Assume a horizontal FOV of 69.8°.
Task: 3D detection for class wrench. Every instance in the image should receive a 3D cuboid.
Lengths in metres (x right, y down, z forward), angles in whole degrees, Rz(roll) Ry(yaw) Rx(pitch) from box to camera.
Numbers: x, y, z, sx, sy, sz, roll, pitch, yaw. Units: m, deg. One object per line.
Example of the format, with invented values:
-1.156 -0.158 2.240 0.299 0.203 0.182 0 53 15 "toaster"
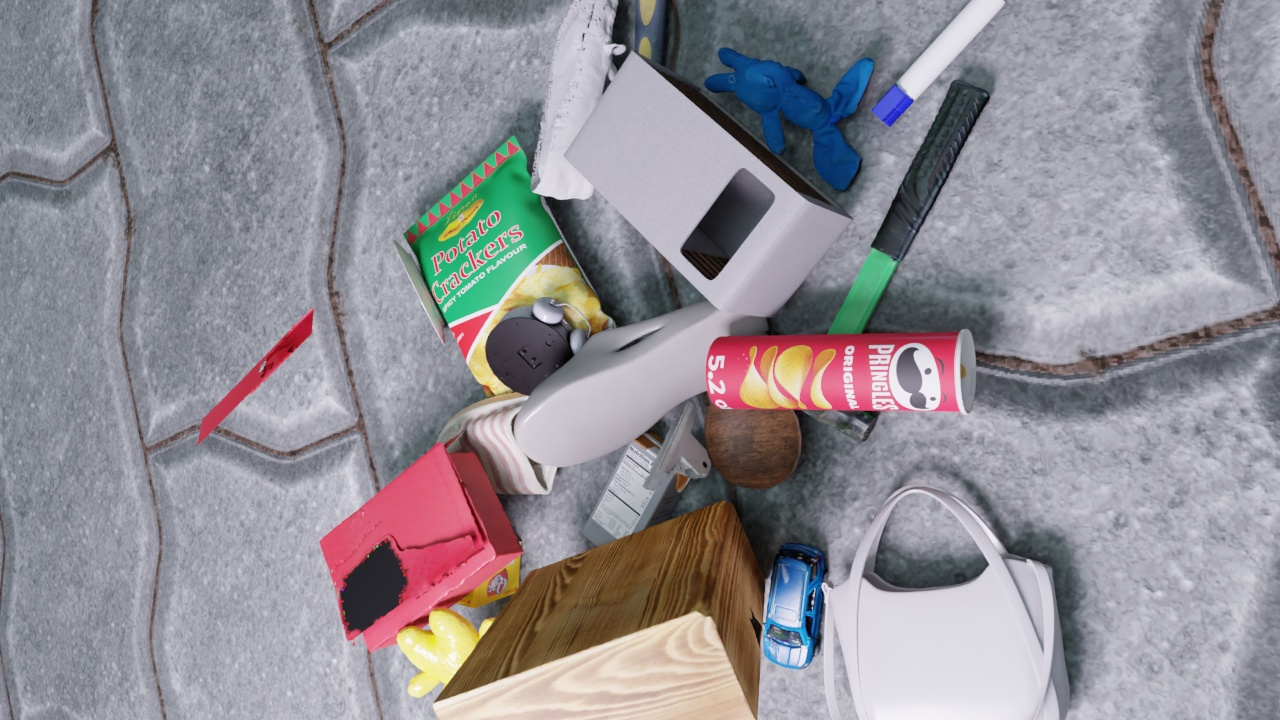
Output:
0.009 -0.283 0.948 0.073 0.022 0.273 5 95 31 "wrench"

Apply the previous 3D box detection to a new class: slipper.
-0.118 0.090 1.002 0.264 0.052 0.115 -18 111 27 "slipper"
-0.057 -0.287 0.951 0.112 0.074 0.246 2 82 54 "slipper"
-0.005 0.005 0.902 0.266 0.113 0.080 -31 45 4 "slipper"

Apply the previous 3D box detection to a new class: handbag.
0.243 0.219 0.785 0.216 0.095 0.222 -15 78 28 "handbag"

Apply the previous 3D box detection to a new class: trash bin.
0.059 -0.159 0.839 0.229 0.114 0.115 47 113 24 "trash bin"

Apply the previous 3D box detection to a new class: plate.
-0.253 -0.081 1.065 0.011 0.135 0.134 -26 75 -9 "plate"

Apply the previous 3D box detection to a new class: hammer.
0.218 -0.094 0.823 0.130 0.032 0.319 33 107 27 "hammer"

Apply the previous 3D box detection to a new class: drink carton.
-0.001 0.143 0.952 0.076 0.048 0.125 35 109 25 "drink carton"

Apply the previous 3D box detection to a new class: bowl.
0.114 0.072 0.888 0.114 0.026 0.102 -3 91 43 "bowl"

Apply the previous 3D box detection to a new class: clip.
0.040 0.089 0.899 0.052 0.101 0.058 1 127 24 "clip"

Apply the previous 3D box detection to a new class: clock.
-0.102 -0.017 0.944 0.123 0.035 0.094 -35 108 30 "clock"

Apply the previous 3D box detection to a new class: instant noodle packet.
-0.147 -0.083 1.007 0.196 0.090 0.252 -33 82 30 "instant noodle packet"

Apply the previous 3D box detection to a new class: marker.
0.256 -0.262 0.796 0.023 0.027 0.133 50 114 16 "marker"

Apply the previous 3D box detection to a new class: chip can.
0.169 0.010 0.796 0.221 0.069 0.069 -1 91 30 "chip can"

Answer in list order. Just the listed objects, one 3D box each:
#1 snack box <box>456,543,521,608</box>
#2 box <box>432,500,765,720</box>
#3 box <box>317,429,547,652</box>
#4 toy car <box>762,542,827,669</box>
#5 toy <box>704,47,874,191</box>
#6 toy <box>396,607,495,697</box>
-0.204 0.236 1.057 0.106 0.083 0.061 6 95 30 "snack box"
-0.001 0.352 0.811 0.287 0.278 0.334 -20 96 12 "box"
-0.225 0.200 1.032 0.214 0.153 0.164 -38 65 20 "box"
0.143 0.234 0.871 0.056 0.043 0.120 9 99 28 "toy car"
0.139 -0.245 0.843 0.176 0.071 0.113 33 102 15 "toy"
-0.173 0.340 1.001 0.134 0.207 0.092 -32 37 14 "toy"
